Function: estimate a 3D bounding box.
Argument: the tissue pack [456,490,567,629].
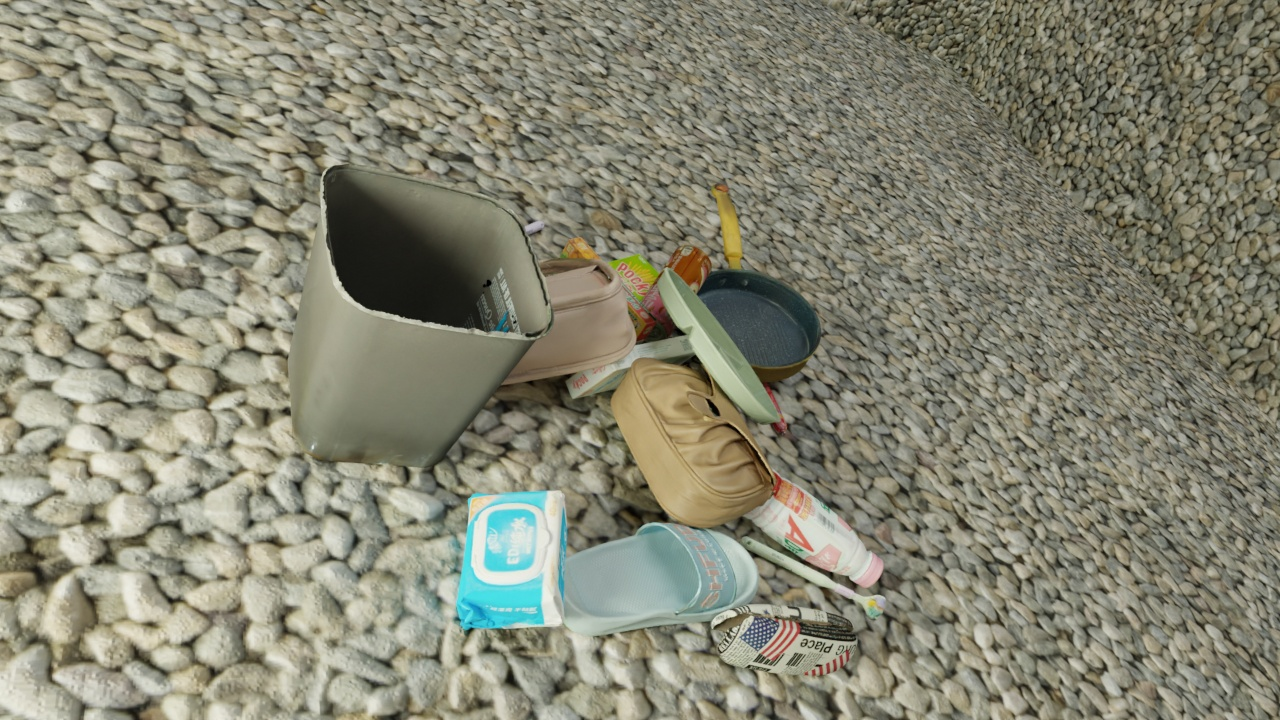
[{"bbox_3d":[-0.113,0.175,0.820,0.090,0.063,0.139,-2,43,-1],"label":"tissue pack"}]

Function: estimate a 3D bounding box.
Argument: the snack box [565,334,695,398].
[{"bbox_3d":[-0.007,0.006,1.103,0.156,0.085,0.027,-12,73,-46],"label":"snack box"}]

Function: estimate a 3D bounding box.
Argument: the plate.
[{"bbox_3d":[0.091,-0.014,1.101,0.230,0.027,0.230,51,9,-12],"label":"plate"}]

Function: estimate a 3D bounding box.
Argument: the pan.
[{"bbox_3d":[0.144,-0.121,1.330,0.197,0.078,0.356,1,47,-15],"label":"pan"}]

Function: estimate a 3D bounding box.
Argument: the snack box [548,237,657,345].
[{"bbox_3d":[-0.052,-0.077,1.170,0.156,0.077,0.026,48,37,17],"label":"snack box"}]

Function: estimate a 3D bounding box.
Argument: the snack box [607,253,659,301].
[{"bbox_3d":[-0.024,-0.099,1.263,0.086,0.026,0.156,47,37,15],"label":"snack box"}]

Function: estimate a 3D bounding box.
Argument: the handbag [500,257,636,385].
[{"bbox_3d":[-0.114,-0.071,1.065,0.193,0.093,0.234,-12,28,-2],"label":"handbag"}]

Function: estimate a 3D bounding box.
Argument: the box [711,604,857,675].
[{"bbox_3d":[0.152,0.287,0.925,0.163,0.075,0.076,18,44,-26],"label":"box"}]

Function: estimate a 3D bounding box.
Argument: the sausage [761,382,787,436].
[{"bbox_3d":[0.171,0.043,1.263,0.020,0.020,0.155,9,43,-32],"label":"sausage"}]

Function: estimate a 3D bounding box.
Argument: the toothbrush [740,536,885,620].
[{"bbox_3d":[0.197,0.246,1.051,0.189,0.029,0.020,28,-6,-8],"label":"toothbrush"}]

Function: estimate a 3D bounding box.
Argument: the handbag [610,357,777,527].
[{"bbox_3d":[0.060,0.081,1.001,0.147,0.100,0.204,6,41,-39],"label":"handbag"}]

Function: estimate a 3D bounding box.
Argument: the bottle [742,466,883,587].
[{"bbox_3d":[0.194,0.195,1.070,0.197,0.068,0.068,36,35,-6],"label":"bottle"}]

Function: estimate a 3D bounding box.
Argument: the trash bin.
[{"bbox_3d":[-0.221,-0.028,0.855,0.198,0.220,0.198,8,43,-32],"label":"trash bin"}]

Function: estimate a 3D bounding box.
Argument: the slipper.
[{"bbox_3d":[0.020,0.207,0.905,0.244,0.074,0.104,-1,48,-38],"label":"slipper"}]

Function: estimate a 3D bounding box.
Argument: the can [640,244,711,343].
[{"bbox_3d":[0.042,-0.089,1.235,0.058,0.058,0.147,34,58,-2],"label":"can"}]

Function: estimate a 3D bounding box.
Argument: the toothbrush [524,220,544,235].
[{"bbox_3d":[-0.180,-0.158,1.211,0.021,0.029,0.188,6,24,26],"label":"toothbrush"}]

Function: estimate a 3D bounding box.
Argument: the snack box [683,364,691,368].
[{"bbox_3d":[0.045,0.062,1.127,0.087,0.034,0.140,46,38,14],"label":"snack box"}]
